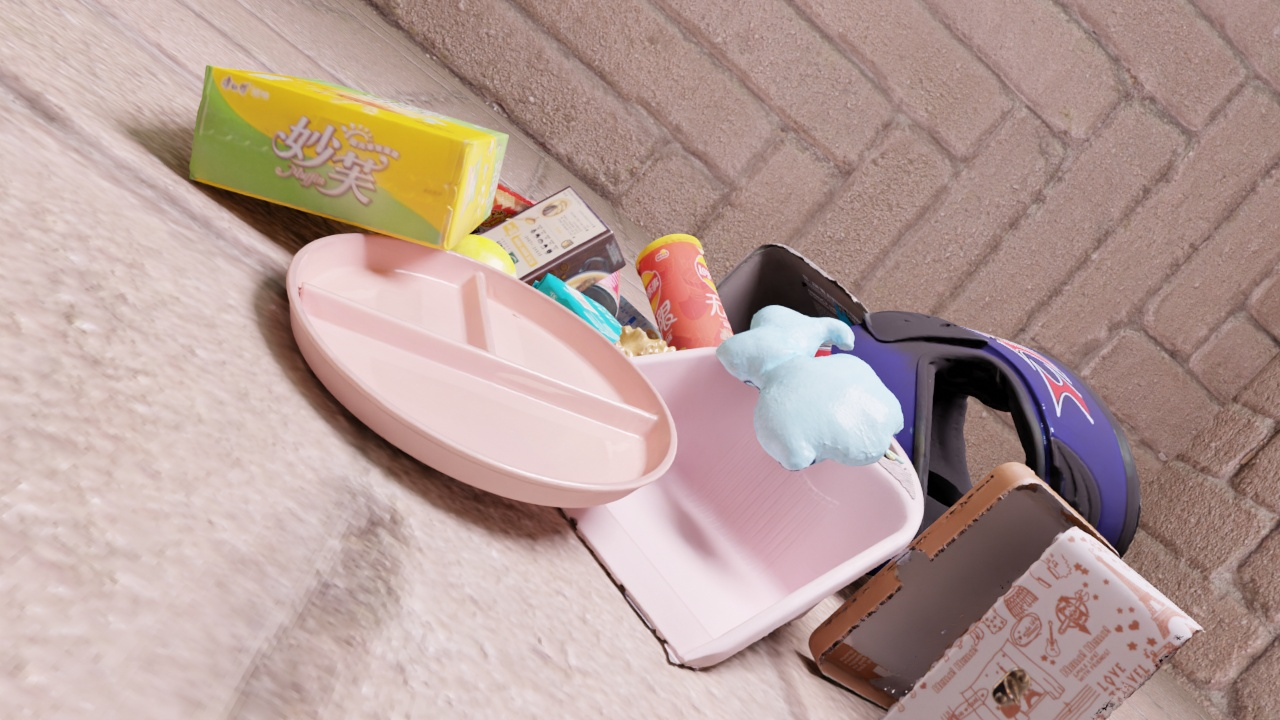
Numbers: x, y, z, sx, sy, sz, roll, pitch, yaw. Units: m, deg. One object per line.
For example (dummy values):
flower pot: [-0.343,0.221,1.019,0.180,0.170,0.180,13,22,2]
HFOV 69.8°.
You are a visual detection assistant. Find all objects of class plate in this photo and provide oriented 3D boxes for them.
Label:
plate: [-0.084,0.002,0.508,0.229,0.028,0.229,28,20,-12]

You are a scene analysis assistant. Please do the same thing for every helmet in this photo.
helmet: [0.243,0.086,0.826,0.240,0.247,0.315,-1,13,-10]

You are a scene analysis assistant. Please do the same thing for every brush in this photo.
brush: [0.030,0.048,0.753,0.046,0.083,0.254,35,-3,36]

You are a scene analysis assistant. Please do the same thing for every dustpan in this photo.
dustpan: [0.061,0.058,0.591,0.222,0.139,0.273,46,11,29]

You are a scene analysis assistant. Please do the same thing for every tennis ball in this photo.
tennis ball: [-0.118,-0.054,0.639,0.065,0.065,0.065,38,10,-8]

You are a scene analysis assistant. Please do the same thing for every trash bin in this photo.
trash bin: [0.189,0.007,1.142,0.199,0.199,0.219,46,4,33]

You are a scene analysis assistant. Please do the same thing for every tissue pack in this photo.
tissue pack: [-0.039,-0.010,0.775,0.133,0.050,0.093,47,11,34]

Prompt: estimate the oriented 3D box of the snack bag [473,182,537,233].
snack bag: [-0.141,-0.153,0.950,0.129,0.073,0.207,10,-6,33]

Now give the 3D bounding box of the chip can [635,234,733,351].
chip can: [0.056,-0.019,0.896,0.073,0.073,0.216,26,40,-53]

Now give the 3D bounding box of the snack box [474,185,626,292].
snack box: [-0.094,-0.101,0.849,0.113,0.125,0.053,53,-9,50]

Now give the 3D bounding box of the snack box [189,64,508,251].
snack box: [-0.182,-0.141,0.622,0.157,0.070,0.210,15,14,-6]

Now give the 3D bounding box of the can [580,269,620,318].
can: [-0.053,-0.081,0.903,0.066,0.067,0.093,34,35,-28]

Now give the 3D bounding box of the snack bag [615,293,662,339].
snack bag: [-0.011,-0.031,0.967,0.191,0.039,0.110,40,24,5]

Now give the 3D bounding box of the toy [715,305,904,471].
toy: [0.118,0.019,0.624,0.156,0.050,0.161,26,43,30]

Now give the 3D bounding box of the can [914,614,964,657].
can: [0.257,0.238,0.754,0.102,0.057,0.083,34,10,-28]

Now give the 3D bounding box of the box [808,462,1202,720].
box: [0.216,0.166,0.559,0.148,0.181,0.146,46,12,31]
